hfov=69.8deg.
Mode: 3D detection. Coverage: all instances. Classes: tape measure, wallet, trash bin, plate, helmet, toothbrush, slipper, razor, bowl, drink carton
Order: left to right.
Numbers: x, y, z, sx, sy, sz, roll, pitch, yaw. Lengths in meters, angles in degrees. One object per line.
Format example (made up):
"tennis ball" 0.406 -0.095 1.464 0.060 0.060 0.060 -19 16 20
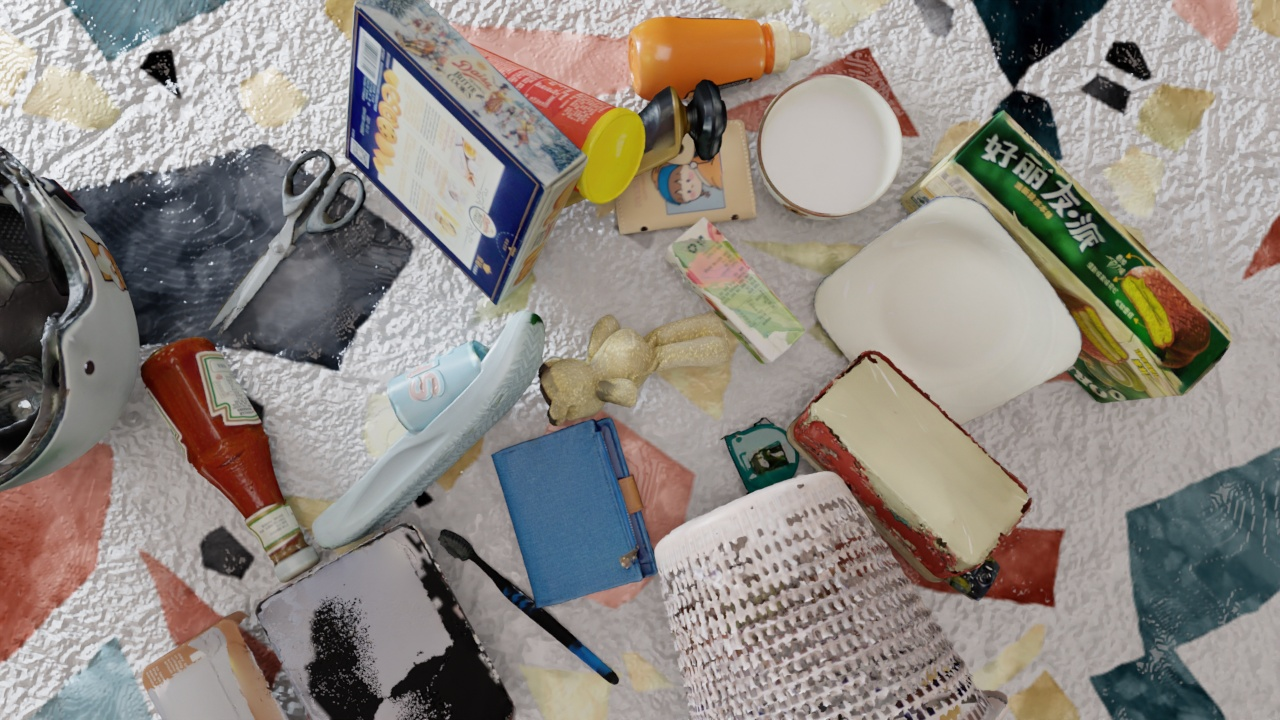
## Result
"helmet" -0.483 -0.027 0.686 0.230 0.157 0.274 -34 76 0
"slipper" -0.167 0.048 0.711 0.245 0.104 0.074 -44 86 4
"toothbrush" -0.091 0.200 0.741 0.189 0.016 0.014 40 95 1
"wallet" -0.052 0.121 0.735 0.106 0.040 0.133 -18 87 8
"razor" -0.007 -0.163 0.728 0.168 0.062 0.067 -25 129 12
"wallet" 0.034 -0.154 0.758 0.115 0.024 0.087 -6 90 5
"drink carton" 0.076 -0.055 0.737 0.045 0.053 0.122 -43 88 -3
"tape measure" 0.100 0.078 0.743 0.054 0.025 0.058 -24 88 0
"trash bin" 0.111 0.194 0.656 0.227 0.227 0.192 -22 74 -1
"bowl" 0.146 -0.166 0.739 0.113 0.062 0.113 0 88 -1
"plate" 0.236 -0.034 0.714 0.163 0.034 0.165 51 128 -3

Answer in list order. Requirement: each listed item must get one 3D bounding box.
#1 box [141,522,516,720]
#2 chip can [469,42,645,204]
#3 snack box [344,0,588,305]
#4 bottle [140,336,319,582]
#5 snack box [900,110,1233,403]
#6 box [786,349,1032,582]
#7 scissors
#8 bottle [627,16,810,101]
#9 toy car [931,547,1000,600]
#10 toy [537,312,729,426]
"box" -0.243 0.256 0.694 0.274 0.126 0.179 -30 87 3
"chip can" -0.102 -0.193 0.701 0.217 0.073 0.073 30 87 23
"snack box" -0.140 -0.151 0.682 0.182 0.178 0.045 44 60 2
"bottle" -0.321 0.080 0.728 0.060 0.060 0.206 -31 88 -2
"snack box" 0.318 -0.072 0.707 0.063 0.114 0.240 -45 87 -5
"box" 0.202 0.078 0.694 0.091 0.080 0.168 -40 77 -20
"scissors" -0.291 -0.089 0.760 0.136 0.014 0.174 3 87 1
"bottle" 0.067 -0.250 0.748 0.149 0.067 0.066 -9 86 -8
"toy car" 0.238 0.151 0.731 0.090 0.035 0.042 37 68 7
"toy" -0.004 0.004 0.728 0.157 0.066 0.105 -19 46 5
